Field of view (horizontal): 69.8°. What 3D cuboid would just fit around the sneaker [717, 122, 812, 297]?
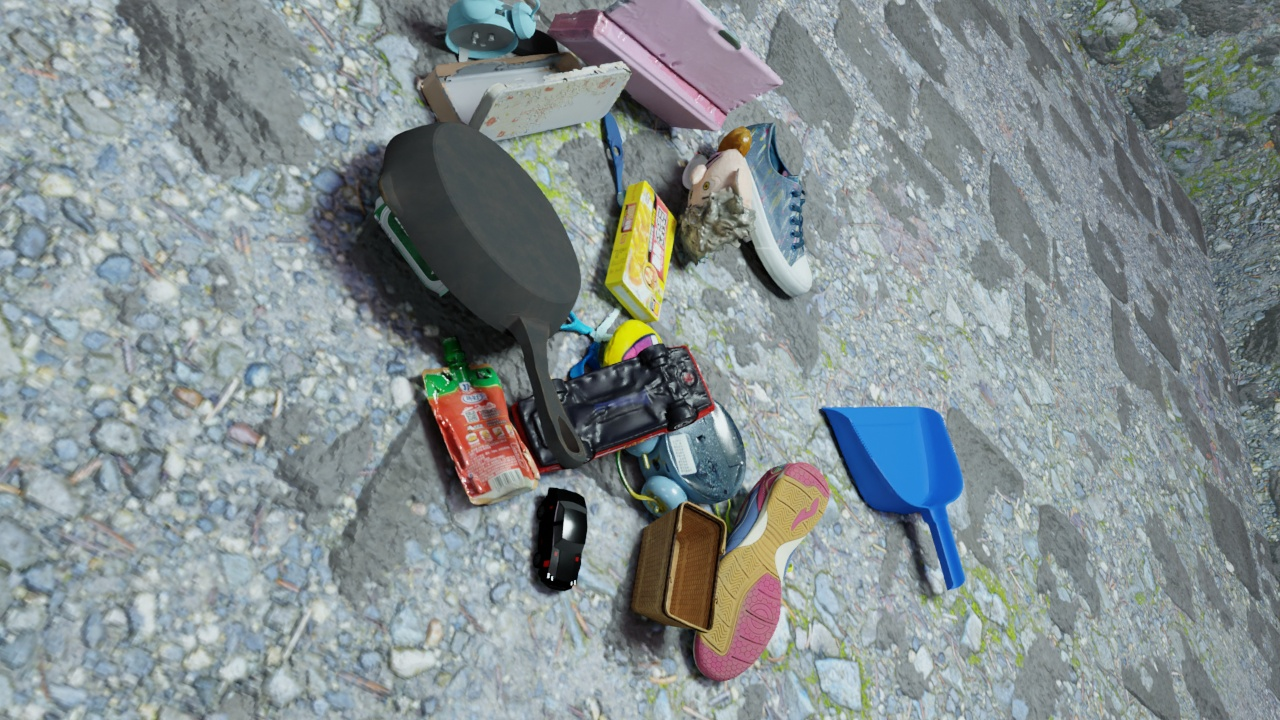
[{"bbox_3d":[0.180,-0.197,1.188,0.235,0.079,0.087,65,26,-9],"label":"sneaker"}]

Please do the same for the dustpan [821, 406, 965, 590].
[{"bbox_3d":[0.363,0.177,1.218,0.245,0.060,0.257,2,70,-44],"label":"dustpan"}]

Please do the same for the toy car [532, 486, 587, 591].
[{"bbox_3d":[-0.068,0.159,0.822,0.042,0.036,0.091,23,55,-35],"label":"toy car"}]

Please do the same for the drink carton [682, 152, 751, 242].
[{"bbox_3d":[0.108,-0.209,1.185,0.122,0.039,0.069,34,49,-36],"label":"drink carton"}]

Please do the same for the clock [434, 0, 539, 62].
[{"bbox_3d":[-0.151,-0.343,0.931,0.087,0.123,0.042,4,78,-43],"label":"clock"}]

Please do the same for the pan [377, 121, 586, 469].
[{"bbox_3d":[-0.108,-0.071,0.814,0.248,0.043,0.355,19,43,-58],"label":"pan"}]

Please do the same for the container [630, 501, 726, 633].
[{"bbox_3d":[0.035,0.201,0.880,0.063,0.061,0.113,32,53,-30],"label":"container"}]

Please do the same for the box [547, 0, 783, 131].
[{"bbox_3d":[0.030,-0.337,1.050,0.232,0.180,0.059,24,71,-44],"label":"box"}]

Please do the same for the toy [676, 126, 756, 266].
[{"bbox_3d":[0.091,-0.199,1.081,0.076,0.133,0.175,22,73,-25],"label":"toy"}]

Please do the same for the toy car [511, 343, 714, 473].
[{"bbox_3d":[-0.024,0.045,0.871,0.189,0.056,0.081,-18,73,-20],"label":"toy car"}]

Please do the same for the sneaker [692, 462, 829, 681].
[{"bbox_3d":[0.116,0.217,0.953,0.116,0.091,0.241,39,66,-16],"label":"sneaker"}]

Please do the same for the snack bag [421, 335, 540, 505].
[{"bbox_3d":[-0.143,0.049,0.808,0.087,0.044,0.155,-8,72,-51],"label":"snack bag"}]

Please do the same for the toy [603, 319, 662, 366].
[{"bbox_3d":[-0.006,0.006,0.947,0.094,0.041,0.095,6,82,-55],"label":"toy"}]

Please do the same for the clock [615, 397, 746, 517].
[{"bbox_3d":[0.040,0.098,0.941,0.161,0.060,0.118,-6,74,-45],"label":"clock"}]

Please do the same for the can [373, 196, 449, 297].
[{"bbox_3d":[-0.193,-0.110,0.824,0.101,0.053,0.053,54,43,-9],"label":"can"}]

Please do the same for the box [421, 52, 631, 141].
[{"bbox_3d":[-0.122,-0.288,0.971,0.107,0.095,0.215,42,40,18],"label":"box"}]

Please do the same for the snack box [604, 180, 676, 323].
[{"bbox_3d":[0.003,-0.122,1.026,0.075,0.025,0.152,47,42,-41],"label":"snack box"}]

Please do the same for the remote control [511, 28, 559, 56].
[{"bbox_3d":[-0.141,-0.363,1.033,0.124,0.010,0.039,3,68,-43],"label":"remote control"}]

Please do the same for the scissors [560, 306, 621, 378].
[{"bbox_3d":[-0.044,-0.015,0.954,0.132,0.015,0.110,6,64,-49],"label":"scissors"}]

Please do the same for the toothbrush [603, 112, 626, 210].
[{"bbox_3d":[-0.028,-0.236,1.074,0.021,0.016,0.132,4,68,-35],"label":"toothbrush"}]
